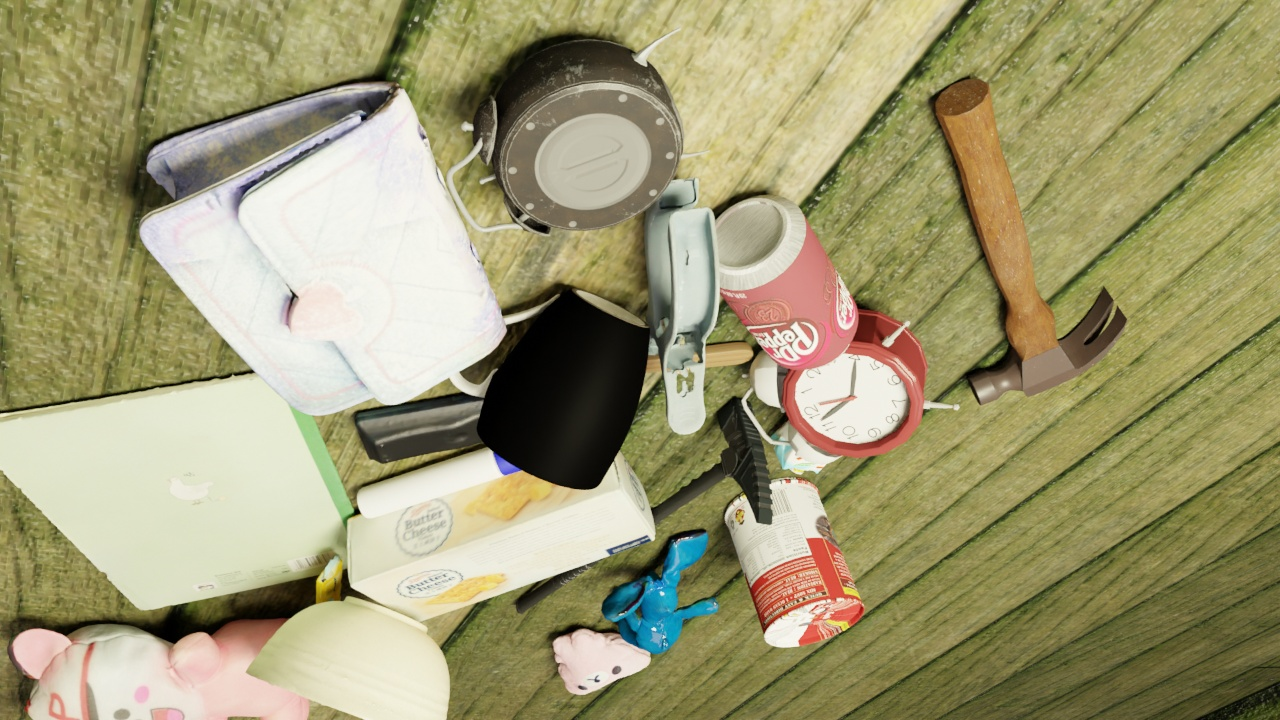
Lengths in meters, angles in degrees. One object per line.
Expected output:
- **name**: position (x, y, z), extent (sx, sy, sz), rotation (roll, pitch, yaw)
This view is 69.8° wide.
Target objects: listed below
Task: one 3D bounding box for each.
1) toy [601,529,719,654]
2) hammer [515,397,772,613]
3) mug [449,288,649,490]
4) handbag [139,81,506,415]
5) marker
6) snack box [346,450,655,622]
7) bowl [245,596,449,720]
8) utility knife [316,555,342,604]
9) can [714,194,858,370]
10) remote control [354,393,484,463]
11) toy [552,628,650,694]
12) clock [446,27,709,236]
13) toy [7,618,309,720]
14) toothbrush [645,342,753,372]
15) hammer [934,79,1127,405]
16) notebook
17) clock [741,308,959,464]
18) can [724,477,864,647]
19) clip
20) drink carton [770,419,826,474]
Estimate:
- **toy**: position (0.008, 0.234, 0.864), extent (0.112, 0.071, 0.177), rotation (-15, 144, -21)
- **hammer**: position (-0.013, 0.151, 0.751), extent (0.015, 0.094, 0.326), rotation (15, 139, -36)
- **mug**: position (-0.054, 0.005, 0.546), extent (0.119, 0.084, 0.100), rotation (27, 100, 4)
- **handbag**: position (-0.147, -0.047, 0.454), extent (0.126, 0.069, 0.159), rotation (-18, 140, 0)
- **marker**: position (-0.134, 0.080, 0.650), extent (0.133, 0.027, 0.023), rotation (-18, 143, 6)
- **snack box**: position (-0.102, 0.126, 0.688), extent (0.208, 0.057, 0.104), rotation (-20, 147, 5)
- **bowl**: position (-0.205, 0.224, 0.684), extent (0.151, 0.075, 0.151), rotation (17, 157, 7)
- **utility knife**: position (-0.253, 0.196, 0.741), extent (0.017, 0.030, 0.163), rotation (25, 140, 3)
- **can**: position (0.085, -0.043, 0.544), extent (0.063, 0.063, 0.114), rotation (-28, 141, 15)
- **remote control**: position (-0.110, 0.042, 0.613), extent (0.150, 0.022, 0.047), rotation (-10, 142, -8)
- **toy**: position (-0.050, 0.304, 0.941), extent (0.099, 0.052, 0.096), rotation (-26, 131, 14)
- **clock**: position (-0.032, -0.106, 0.439), extent (0.123, 0.043, 0.091), rotation (-18, 142, 4)
- **toy**: position (-0.376, 0.258, 0.735), extent (0.212, 0.084, 0.142), rotation (-2, 129, -24)
- **toothbrush**: position (-0.004, 0.004, 0.610), extent (0.166, 0.016, 0.016), rotation (-6, 143, -14)
- **hammer**: position (0.247, -0.064, 0.606), extent (0.115, 0.033, 0.323), rotation (-27, 141, 16)
- **notebook**: position (-0.296, 0.098, 0.626), extent (0.182, 0.010, 0.253), rotation (-10, 142, -9)
- **clock**: position (0.135, 0.021, 0.621), extent (0.138, 0.048, 0.096), rotation (-25, 110, 31)
- **can**: position (0.130, 0.172, 0.786), extent (0.086, 0.116, 0.087), rotation (-10, 142, -8)
- **clip**: position (0.018, -0.044, 0.536), extent (0.028, 0.107, 0.164), rotation (-9, 137, -9)
- **drink carton**: position (0.149, 0.037, 0.687), extent (0.044, 0.038, 0.129), rotation (10, 134, -30)
